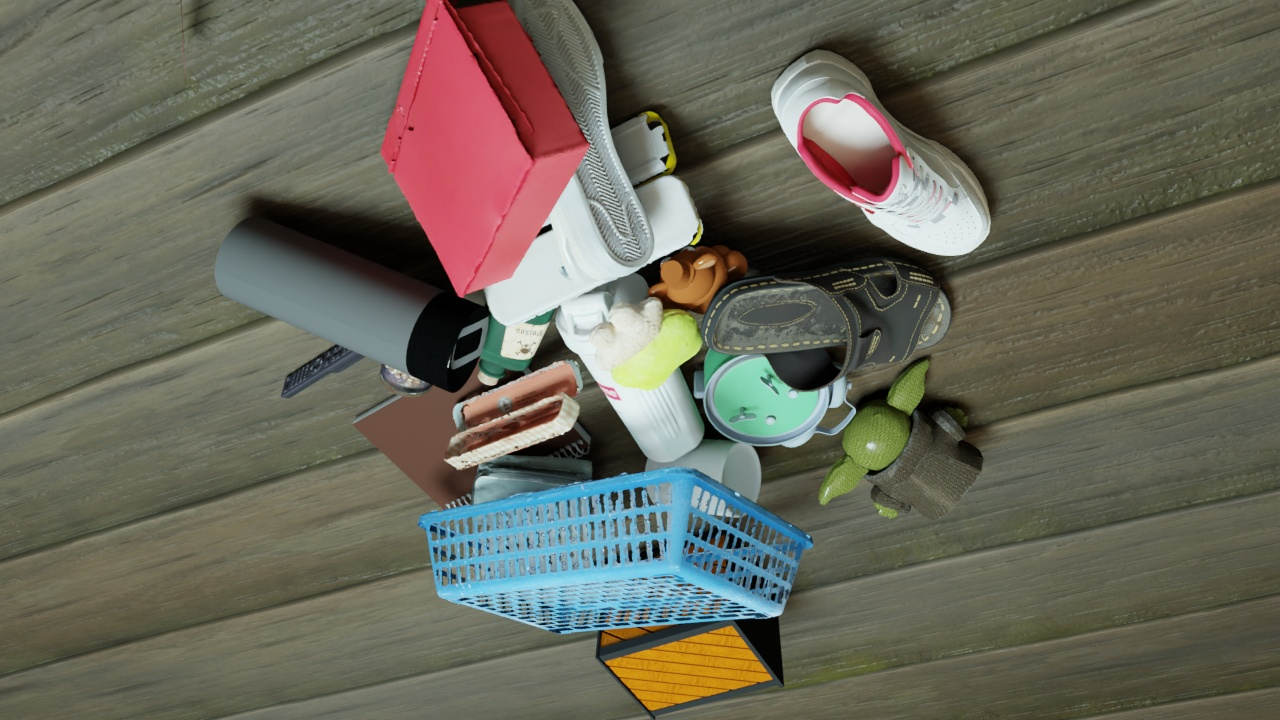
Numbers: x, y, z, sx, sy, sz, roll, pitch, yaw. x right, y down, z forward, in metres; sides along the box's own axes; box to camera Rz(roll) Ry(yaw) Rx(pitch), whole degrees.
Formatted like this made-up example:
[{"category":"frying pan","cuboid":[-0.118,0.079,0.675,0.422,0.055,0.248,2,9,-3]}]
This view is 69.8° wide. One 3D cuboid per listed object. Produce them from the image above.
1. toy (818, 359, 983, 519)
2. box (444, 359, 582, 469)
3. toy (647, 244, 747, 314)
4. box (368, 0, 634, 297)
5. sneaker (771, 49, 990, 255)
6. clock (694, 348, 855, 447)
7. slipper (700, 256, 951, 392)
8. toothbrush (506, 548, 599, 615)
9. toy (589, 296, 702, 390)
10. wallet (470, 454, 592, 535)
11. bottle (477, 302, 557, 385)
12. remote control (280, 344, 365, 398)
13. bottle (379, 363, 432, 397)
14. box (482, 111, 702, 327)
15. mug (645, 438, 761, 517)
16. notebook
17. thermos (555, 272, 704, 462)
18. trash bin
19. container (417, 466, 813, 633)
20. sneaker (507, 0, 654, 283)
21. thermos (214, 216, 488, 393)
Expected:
[{"category":"toy","cuboid":[0.280,0.099,0.961,0.152,0.078,0.179,32,99,-14]},{"category":"box","cuboid":[-0.128,0.055,0.913,0.187,0.082,0.042,-22,133,37]},{"category":"toy","cuboid":[0.044,-0.076,0.816,0.095,0.127,0.065,-31,76,17]},{"category":"box","cuboid":[-0.124,-0.159,0.704,0.164,0.152,0.215,22,150,-16]},{"category":"sneaker","cuboid":[0.208,-0.149,0.759,0.236,0.104,0.091,38,121,-23]},{"category":"clock","cuboid":[0.142,0.033,0.923,0.161,0.075,0.122,24,125,-15]},{"category":"slipper","cuboid":[0.181,-0.030,0.832,0.267,0.075,0.113,-2,131,-24]},{"category":"toothbrush","cuboid":[-0.112,0.283,1.170,0.189,0.017,0.016,35,123,-22]},{"category":"toy","cuboid":[0.002,-0.016,0.798,0.092,0.046,0.115,-42,142,15]},{"category":"wallet","cuboid":[-0.120,0.146,1.012,0.131,0.054,0.101,5,132,-11]},{"category":"bottle","cuboid":[-0.127,-0.031,0.894,0.061,0.061,0.131,21,121,-14]},{"category":"remote control","cuboid":[-0.325,0.003,0.961,0.137,0.032,0.015,-28,132,23]},{"category":"bottle","cuboid":[-0.225,-0.019,0.920,0.056,0.056,0.105,18,126,-10]},{"category":"box","cuboid":[-0.056,-0.121,0.799,0.210,0.129,0.036,-22,167,19]},{"category":"mug","cuboid":[0.077,0.123,0.986,0.097,0.111,0.078,-1,88,39]},{"category":"notebook","cuboid":[-0.184,0.082,1.018,0.210,0.022,0.171,-27,120,22]},{"category":"thermos","cuboid":[-0.005,0.005,0.901,0.099,0.099,0.220,-16,128,16]},{"category":"trash bin","cuboid":[0.061,0.315,1.105,0.172,0.139,0.140,-22,123,19]},{"category":"container","cuboid":[-0.032,0.217,0.967,0.363,0.089,0.257,-16,147,34]},{"category":"sneaker","cuboid":[-0.069,-0.176,0.735,0.091,0.089,0.242,-15,95,49]},{"category":"thermos","cuboid":[-0.259,-0.052,0.833,0.240,0.082,0.082,22,128,11]}]
